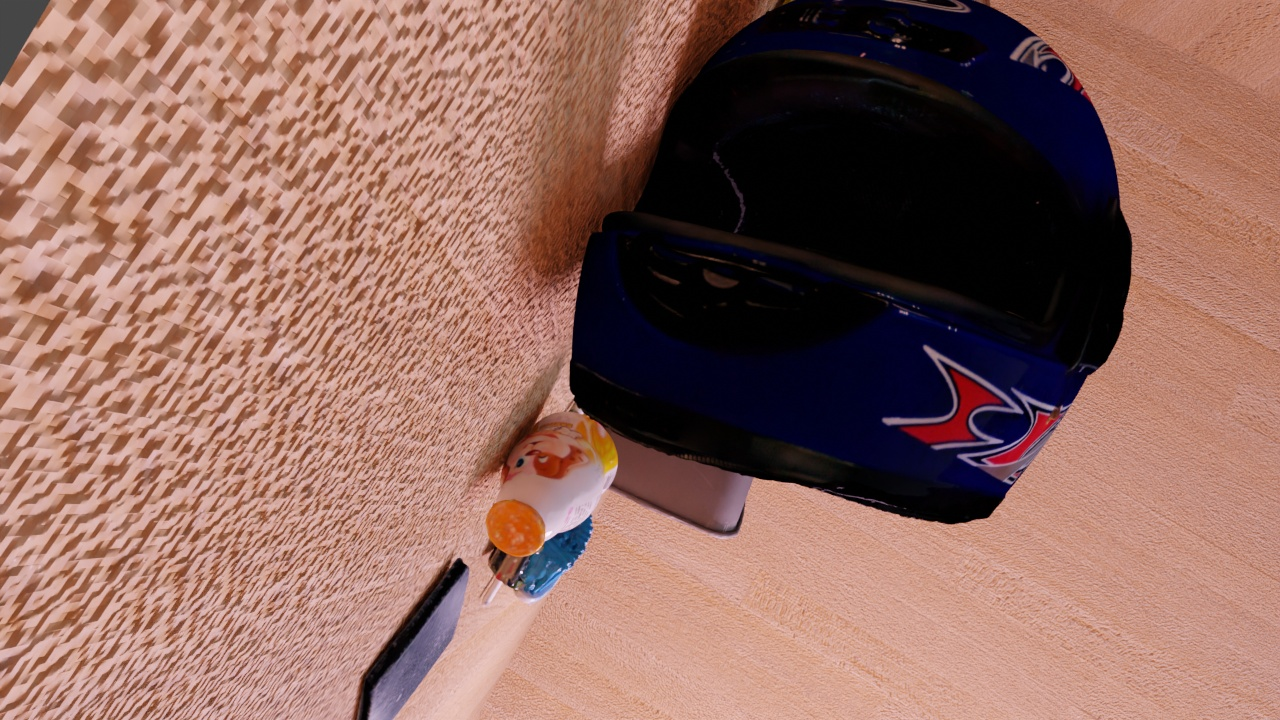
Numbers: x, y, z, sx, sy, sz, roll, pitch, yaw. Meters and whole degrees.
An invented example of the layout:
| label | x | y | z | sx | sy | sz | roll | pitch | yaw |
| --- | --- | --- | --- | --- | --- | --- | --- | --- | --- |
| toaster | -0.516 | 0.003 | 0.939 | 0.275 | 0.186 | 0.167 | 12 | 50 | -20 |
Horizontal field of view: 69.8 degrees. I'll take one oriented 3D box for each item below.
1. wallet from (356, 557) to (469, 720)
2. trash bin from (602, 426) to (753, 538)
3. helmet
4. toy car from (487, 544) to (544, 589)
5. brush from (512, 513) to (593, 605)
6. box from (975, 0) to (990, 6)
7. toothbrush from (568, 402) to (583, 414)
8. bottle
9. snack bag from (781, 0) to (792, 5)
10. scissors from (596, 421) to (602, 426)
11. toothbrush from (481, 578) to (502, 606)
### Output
| label | x | y | z | sx | sy | sz | roll | pitch | yaw |
| --- | --- | --- | --- | --- | --- | --- | --- | --- | --- |
| wallet | -0.147 | 0.190 | 0.585 | 0.097 | 0.019 | 0.121 | -55 | 172 | -44 |
| trash bin | 0.068 | 0.048 | 1.052 | 0.198 | 0.199 | 0.220 | -48 | 161 | -76 |
| helmet | 0.109 | -0.061 | 0.459 | 0.315 | 0.248 | 0.240 | 13 | 93 | -62 |
| toy car | -0.102 | 0.156 | 0.756 | 0.042 | 0.035 | 0.090 | -58 | -178 | 0 |
| brush | -0.096 | 0.211 | 1.134 | 0.110 | 0.060 | 0.313 | -55 | 180 | 18 |
| box | 0.286 | -0.262 | 0.967 | 0.157 | 0.218 | 0.180 | 19 | 66 | -48 |
| toothbrush | -0.044 | 0.035 | 0.730 | 0.012 | 0.017 | 0.185 | -12 | -149 | 38 |
| bottle | -0.055 | 0.075 | 0.555 | 0.063 | 0.063 | 0.108 | -62 | 176 | 26 |
| snack bag | 0.130 | -0.219 | 0.691 | 0.158 | 0.068 | 0.246 | -60 | 175 | 6 |
| scissors | -0.064 | 0.078 | 0.837 | 0.072 | 0.017 | 0.137 | -51 | 174 | 18 |
| toothbrush | -0.105 | 0.167 | 0.915 | 0.179 | 0.016 | 0.016 | -57 | 173 | -26 |
